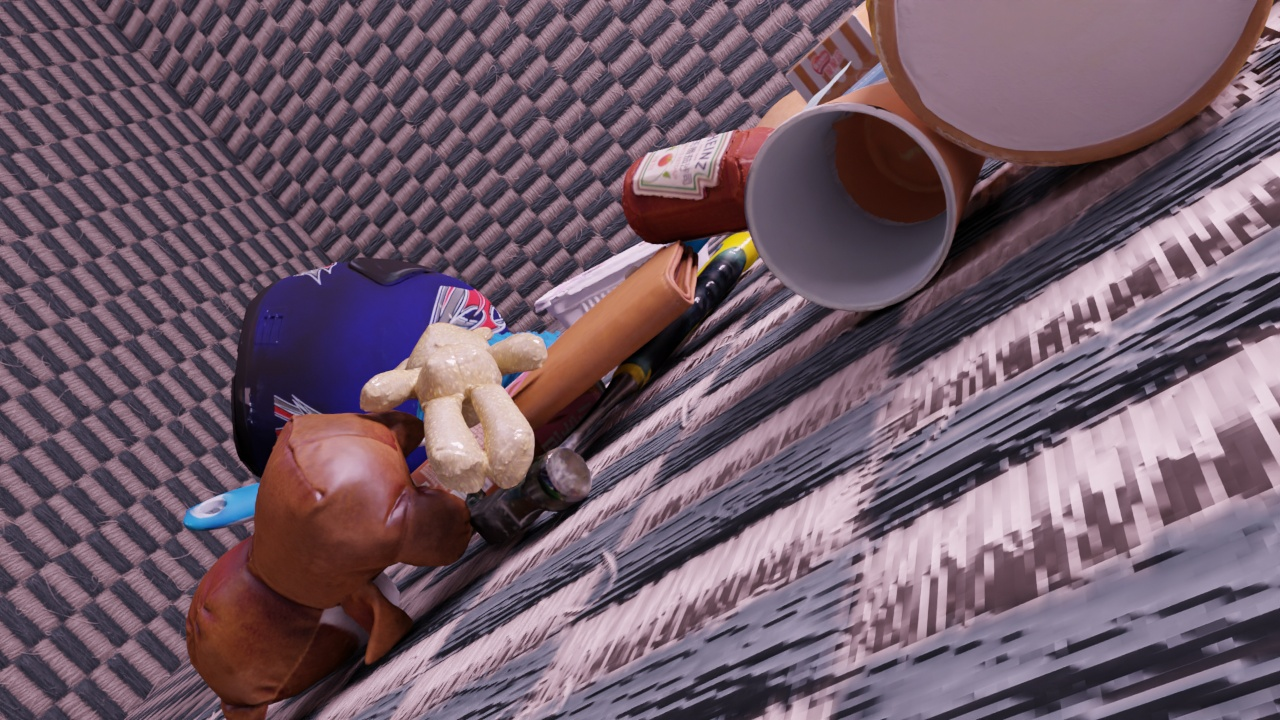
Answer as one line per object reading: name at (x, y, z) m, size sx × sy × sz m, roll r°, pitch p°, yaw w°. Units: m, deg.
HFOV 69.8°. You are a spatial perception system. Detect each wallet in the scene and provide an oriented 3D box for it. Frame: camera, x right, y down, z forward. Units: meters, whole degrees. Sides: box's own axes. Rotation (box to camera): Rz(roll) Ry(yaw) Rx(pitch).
wallet at (-0.021, -0.016, 0.552) m, size 0.132 × 0.031 × 0.107 m, roll -38°, pitch 11°, yaw 18°

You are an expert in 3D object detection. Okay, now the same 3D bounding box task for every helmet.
helmet at (-0.240, 0.018, 0.907) m, size 0.240 × 0.247 × 0.315 m, roll 1°, pitch 14°, yaw -4°

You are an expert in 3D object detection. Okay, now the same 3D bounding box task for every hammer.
hammer at (-0.004, 0.003, 0.595) m, size 0.126 × 0.032 × 0.322 m, roll -33°, pitch 11°, yaw 44°

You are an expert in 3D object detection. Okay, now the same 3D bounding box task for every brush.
brush at (-0.156, 0.042, 0.648) m, size 0.313 × 0.060 × 0.110 m, roll -7°, pitch -56°, yaw -50°

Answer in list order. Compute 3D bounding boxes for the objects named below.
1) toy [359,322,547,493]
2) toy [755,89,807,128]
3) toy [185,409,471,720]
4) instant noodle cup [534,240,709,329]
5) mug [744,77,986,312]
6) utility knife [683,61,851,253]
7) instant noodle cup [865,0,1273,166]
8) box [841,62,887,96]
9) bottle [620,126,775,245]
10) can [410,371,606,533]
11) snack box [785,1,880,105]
toy at (-0.096, 0.022, 0.501) m, size 0.105 × 0.066 × 0.157 m, roll -22°, pitch 27°, yaw -11°
toy at (0.154, -0.225, 0.983) m, size 0.143 × 0.082 × 0.226 m, roll -37°, pitch 3°, yaw -8°
toy at (-0.183, 0.120, 0.519) m, size 0.200 × 0.130 × 0.140 m, roll -51°, pitch 44°, yaw 11°
instant noodle cup at (-0.005, -0.073, 0.849) m, size 0.173 × 0.060 × 0.138 m, roll -29°, pitch 8°, yaw 6°
mug at (0.102, -0.080, 0.377) m, size 0.078 × 0.078 × 0.122 m, roll -35°, pitch 5°, yaw 41°
utility knife at (0.058, -0.107, 0.613) m, size 0.237 × 0.018 × 0.034 m, roll -47°, pitch 7°, yaw 12°
instant noodle cup at (0.142, -0.138, 0.297) m, size 0.138 × 0.138 × 0.109 m, roll -33°, pitch 20°, yaw 49°
box at (0.177, -0.172, 0.581) m, size 0.184 × 0.061 × 0.089 m, roll -39°, pitch 6°, yaw 6°
bottle at (0.079, -0.108, 0.529) m, size 0.207 × 0.060 × 0.059 m, roll -4°, pitch 32°, yaw 42°
can at (-0.091, 0.056, 0.636) m, size 0.147 × 0.058 × 0.058 m, roll -43°, pitch 7°, yaw -16°
snack box at (0.184, -0.221, 0.697) m, size 0.076 × 0.094 × 0.093 m, roll -44°, pitch 7°, yaw -24°
